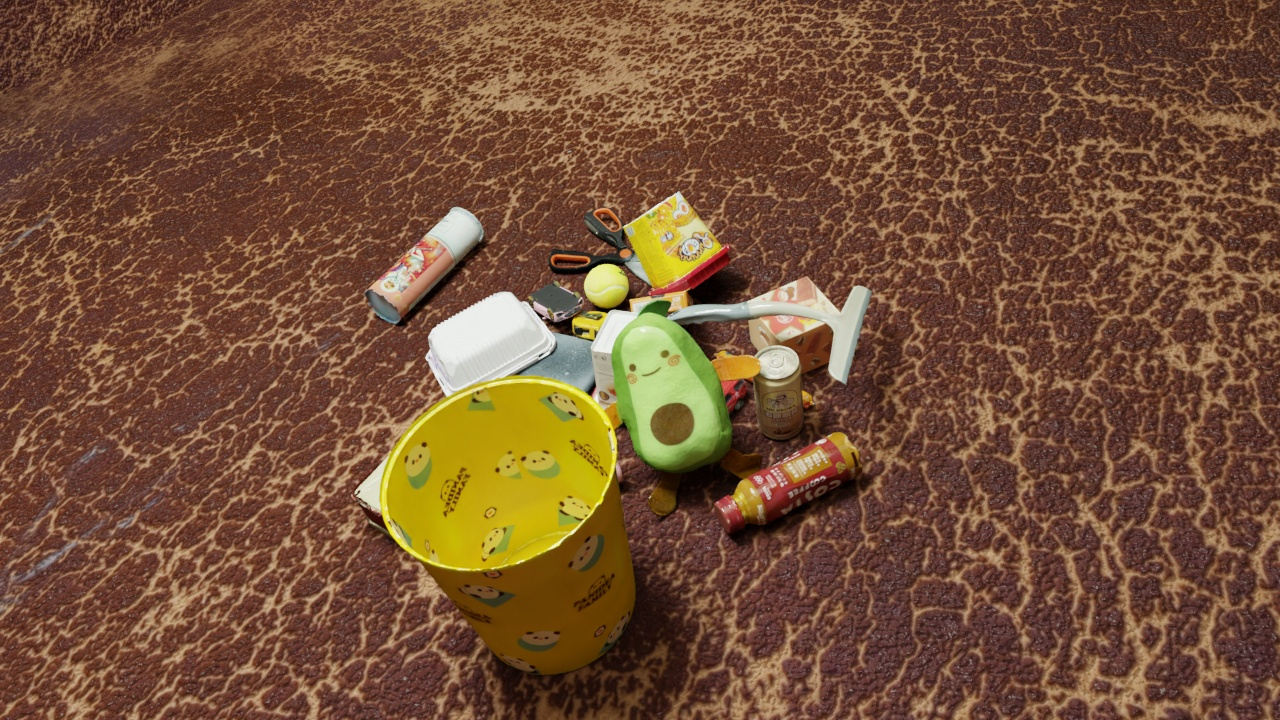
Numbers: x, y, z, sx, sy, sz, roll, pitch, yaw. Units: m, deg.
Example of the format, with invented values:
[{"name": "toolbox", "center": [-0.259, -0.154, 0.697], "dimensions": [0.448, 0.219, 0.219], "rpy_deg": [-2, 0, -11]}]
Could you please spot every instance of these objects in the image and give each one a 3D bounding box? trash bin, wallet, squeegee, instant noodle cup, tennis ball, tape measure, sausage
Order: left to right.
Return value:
[{"name": "instant noodle cup", "center": [-0.223, -0.030, 1.314], "dimensions": [0.173, 0.060, 0.138], "rpy_deg": [-31, 44, -10]}, {"name": "trash bin", "center": [-0.114, 0.184, 0.952], "dimensions": [0.230, 0.256, 0.229], "rpy_deg": [-7, 45, 7]}, {"name": "wallet", "center": [-0.107, 0.006, 1.291], "dimensions": [0.121, 0.019, 0.097], "rpy_deg": [15, 52, 28]}, {"name": "tape measure", "center": [-0.069, -0.054, 1.319], "dimensions": [0.057, 0.029, 0.059], "rpy_deg": [11, 27, 24]}, {"name": "tennis ball", "center": [-0.050, -0.110, 1.354], "dimensions": [0.065, 0.065, 0.065], "rpy_deg": [-7, 46, 7]}, {"name": "instant noodle cup", "center": [-0.007, 0.007, 1.191], "dimensions": [0.117, 0.124, 0.116], "rpy_deg": [8, 49, 21]}, {"name": "instant noodle cup", "center": [0.048, -0.165, 1.321], "dimensions": [0.116, 0.123, 0.116], "rpy_deg": [-36, 9, -22]}, {"name": "squeegee", "center": [0.146, -0.056, 1.129], "dimensions": [0.247, 0.039, 0.245], "rpy_deg": [4, 30, 20]}, {"name": "sausage", "center": [0.161, 0.024, 1.207], "dimensions": [0.165, 0.021, 0.021], "rpy_deg": [29, 59, 34]}]

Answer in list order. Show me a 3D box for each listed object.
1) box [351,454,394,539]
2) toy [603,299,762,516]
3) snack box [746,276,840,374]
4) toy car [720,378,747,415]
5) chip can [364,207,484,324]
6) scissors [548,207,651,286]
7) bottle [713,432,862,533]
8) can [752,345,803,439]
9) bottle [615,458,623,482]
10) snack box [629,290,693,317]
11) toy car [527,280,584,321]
[{"name": "box", "center": [-0.274, 0.138, 1.158], "dimensions": [0.091, 0.079, 0.168], "rpy_deg": [21, 55, 31]}, {"name": "toy", "center": [0.039, 0.054, 1.078], "dimensions": [0.227, 0.247, 0.090], "rpy_deg": [-24, 6, 2]}, {"name": "snack box", "center": [0.206, -0.042, 1.221], "dimensions": [0.094, 0.077, 0.092], "rpy_deg": [-23, 46, -9]}, {"name": "toy car", "center": [0.087, 0.058, 1.177], "dimensions": [0.053, 0.045, 0.120], "rpy_deg": [24, 58, 33]}, {"name": "chip can", "center": [-0.342, -0.152, 1.462], "dimensions": [0.071, 0.071, 0.214], "rpy_deg": [19, 54, 28]}, {"name": "scissors", "center": [-0.043, -0.166, 1.443], "dimensions": [0.224, 0.022, 0.220], "rpy_deg": [-18, 51, -2]}, {"name": "bottle", "center": [0.170, 0.145, 1.064], "dimensions": [0.174, 0.057, 0.057], "rpy_deg": [-26, 46, -11]}, {"name": "can", "center": [0.169, 0.041, 1.122], "dimensions": [0.058, 0.116, 0.058], "rpy_deg": [-7, 46, 7]}, {"name": "bottle", "center": [-0.119, 0.159, 1.114], "dimensions": [0.197, 0.068, 0.068], "rpy_deg": [-18, 45, -8]}, {"name": "snack box", "center": [0.032, -0.073, 1.257], "dimensions": [0.075, 0.153, 0.026], "rpy_deg": [-7, 89, 7]}, {"name": "toy car", "center": [-0.125, -0.083, 1.358], "dimensions": [0.056, 0.037, 0.122], "rpy_deg": [-34, 30, -17]}]
